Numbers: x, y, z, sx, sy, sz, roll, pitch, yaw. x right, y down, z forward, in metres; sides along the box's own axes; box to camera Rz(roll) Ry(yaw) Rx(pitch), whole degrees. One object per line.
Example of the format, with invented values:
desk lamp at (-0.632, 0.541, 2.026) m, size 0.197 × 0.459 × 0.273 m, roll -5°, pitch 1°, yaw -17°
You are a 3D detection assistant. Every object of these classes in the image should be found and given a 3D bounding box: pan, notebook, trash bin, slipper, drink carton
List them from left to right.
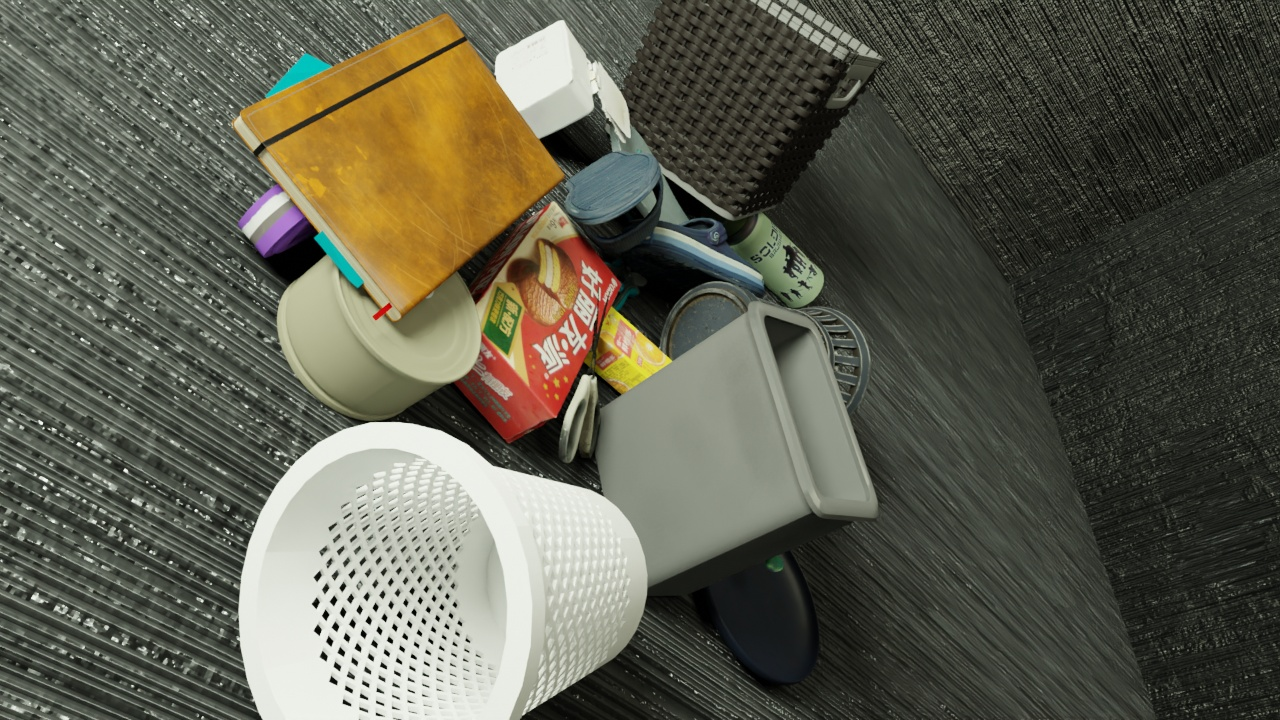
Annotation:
slipper at (-0.187, -0.129, 0.729) m, size 0.084 × 0.107 × 0.265 m, roll 53°, pitch 36°, yaw -10°
notebook at (-0.169, -0.155, 0.671) m, size 0.178 × 0.014 × 0.248 m, roll 53°, pitch 41°, yaw -15°
trash bin at (-0.097, 0.143, 0.569) m, size 0.199 × 0.196 × 0.195 m, roll 17°, pitch 50°, yaw -63°
slipper at (-0.020, -0.163, 0.961) m, size 0.082 × 0.101 × 0.263 m, roll 57°, pitch 3°, yaw -20°
drink carton at (-0.006, 0.006, 0.946) m, size 0.134 × 0.043 × 0.058 m, roll 41°, pitch 34°, yaw -20°
slipper at (0.018, -0.180, 1.162) m, size 0.269 × 0.055 × 0.098 m, roll 52°, pitch 31°, yaw -38°
slipper at (0.070, -0.129, 1.095) m, size 0.252 × 0.105 × 0.095 m, roll 17°, pitch 73°, yaw -54°
pan at (0.078, 0.175, 0.963) m, size 0.356 × 0.021 × 0.198 m, roll 57°, pitch 29°, yaw 1°
trash bin at (0.071, 0.087, 0.812) m, size 0.097 × 0.220 × 0.191 m, roll 13°, pitch 54°, yaw -43°
trash bin at (0.144, -0.004, 1.086) m, size 0.227 × 0.165 × 0.164 m, roll 12°, pitch 55°, yaw -49°

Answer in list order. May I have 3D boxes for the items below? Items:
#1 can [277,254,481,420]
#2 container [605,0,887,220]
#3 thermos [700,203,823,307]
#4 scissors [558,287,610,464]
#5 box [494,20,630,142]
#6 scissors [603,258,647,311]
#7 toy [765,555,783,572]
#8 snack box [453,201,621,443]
can at (-0.188, -0.027, 0.668) m, size 0.127 × 0.073 × 0.127 m, roll 38°, pitch 37°, yaw -35°
container at (0.134, -0.357, 1.212) m, size 0.245 × 0.244 × 0.246 m, roll 38°, pitch 27°, yaw 12°
thermos at (0.180, -0.170, 1.366) m, size 0.231 × 0.082 × 0.082 m, roll 35°, pitch 38°, yaw -37°
scissors at (-0.046, 0.023, 0.818) m, size 0.162 × 0.012 × 0.157 m, roll 85°, pitch 18°, yaw -49°
box at (-0.074, -0.295, 1.039) m, size 0.137 × 0.128 × 0.108 m, roll 43°, pitch 31°, yaw -54°
scissors at (-0.031, -0.090, 1.026) m, size 0.124 × 0.019 × 0.156 m, roll 41°, pitch 33°, yaw -33°
toy at (0.143, 0.119, 0.969) m, size 0.130 × 0.072 × 0.193 m, roll 26°, pitch 75°, yaw -3°
snack box at (-0.098, -0.043, 0.836) m, size 0.113 × 0.060 × 0.235 m, roll 51°, pitch 31°, yaw -19°
